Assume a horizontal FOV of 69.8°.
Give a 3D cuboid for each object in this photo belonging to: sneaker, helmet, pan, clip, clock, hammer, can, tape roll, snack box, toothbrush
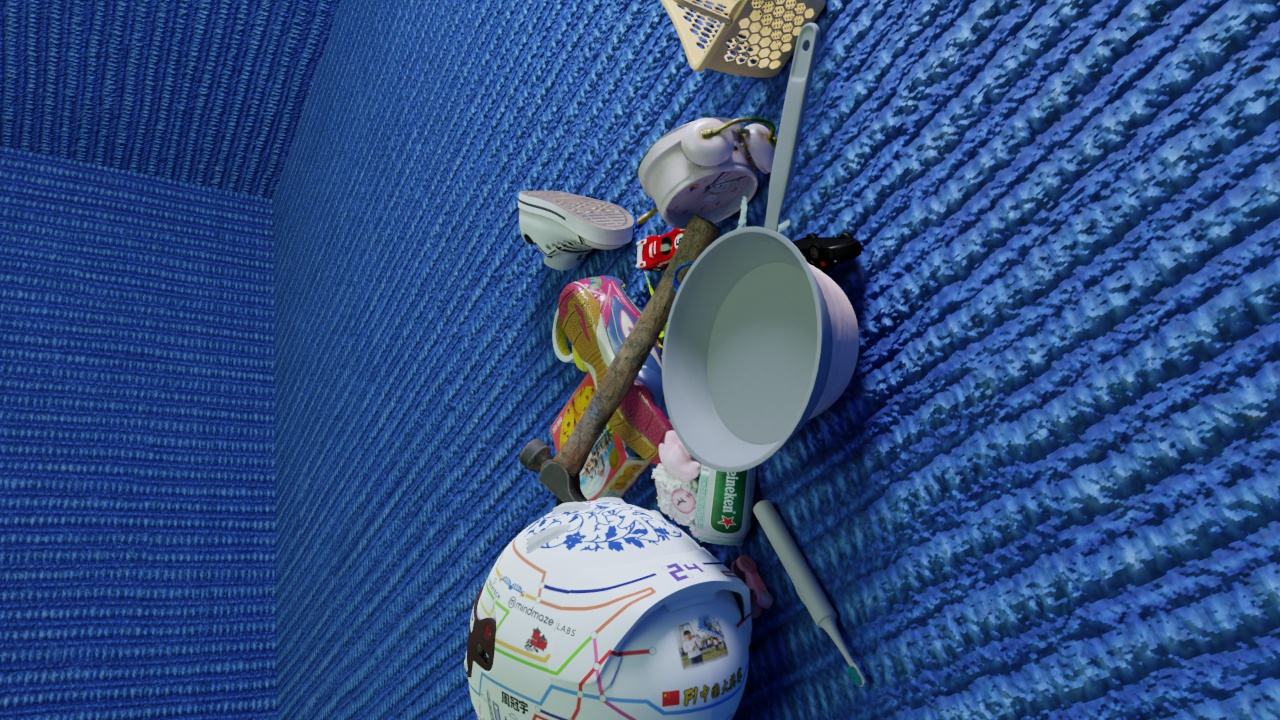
[{"bbox_3d":[0.002,0.003,1.016,0.241,0.090,0.117,60,141,18],"label":"sneaker"},{"bbox_3d":[-0.039,0.250,0.868,0.315,0.230,0.236,4,95,51],"label":"helmet"},{"bbox_3d":[0.103,-0.083,0.739,0.201,0.050,0.357,31,109,55],"label":"pan"},{"bbox_3d":[0.105,0.208,0.849,0.045,0.023,0.060,-24,65,49],"label":"clip"},{"bbox_3d":[-0.094,-0.160,1.189,0.245,0.091,0.097,27,117,54],"label":"sneaker"},{"bbox_3d":[0.070,-0.191,0.904,0.158,0.116,0.058,-42,61,47],"label":"clock"},{"bbox_3d":[-0.006,0.005,0.945,0.120,0.033,0.331,36,105,24],"label":"hammer"},{"bbox_3d":[0.082,0.122,0.873,0.053,0.053,0.101,2,85,58],"label":"can"},{"bbox_3d":[-0.087,-0.043,1.208,0.094,0.019,0.094,-19,67,55],"label":"tape roll"},{"bbox_3d":[-0.049,0.099,1.099,0.143,0.040,0.144,-53,42,39],"label":"snack box"},{"bbox_3d":[0.144,0.196,0.789,0.018,0.019,0.187,-63,37,32],"label":"toothbrush"}]

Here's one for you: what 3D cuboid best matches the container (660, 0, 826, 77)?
[{"bbox_3d":[0.070,-0.379,0.891,0.130,0.166,0.183,-53,42,38],"label":"container"}]

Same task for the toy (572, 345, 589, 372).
[{"bbox_3d":[-0.060,-0.032,1.122,0.094,0.041,0.095,86,-169,-74],"label":"toy"}]

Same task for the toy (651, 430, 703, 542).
[{"bbox_3d":[0.039,0.124,0.929,0.096,0.041,0.109,27,127,54],"label":"toy"}]

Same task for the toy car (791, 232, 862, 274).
[{"bbox_3d":[0.156,-0.091,0.814,0.092,0.042,0.036,12,119,57],"label":"toy car"}]

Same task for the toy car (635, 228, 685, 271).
[{"bbox_3d":[0.030,-0.127,1.035,0.090,0.025,0.038,-13,72,56],"label":"toy car"}]

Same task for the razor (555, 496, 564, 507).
[{"bbox_3d":[-0.099,0.212,1.176,0.044,0.021,0.144,-17,72,56],"label":"razor"}]

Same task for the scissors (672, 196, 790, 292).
[{"bbox_3d":[0.085,-0.097,0.889,0.014,0.119,0.129,-61,-23,-77],"label":"scissors"}]

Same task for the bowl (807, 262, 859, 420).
[{"bbox_3d":[0.135,-0.013,0.796,0.153,0.076,0.153,-15,72,56],"label":"bowl"}]
